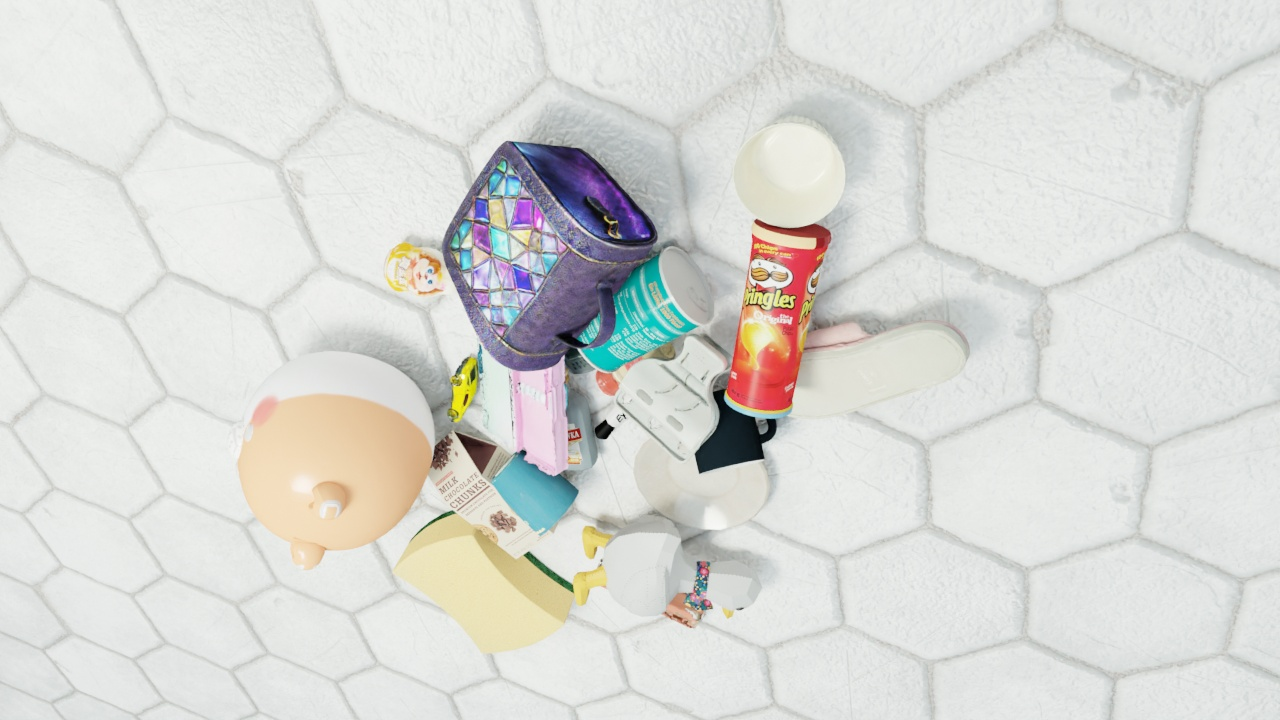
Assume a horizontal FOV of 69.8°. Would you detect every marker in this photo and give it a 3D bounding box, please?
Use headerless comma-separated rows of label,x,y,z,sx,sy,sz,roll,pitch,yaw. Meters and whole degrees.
marker,-0.024,0.067,1.238,0.025,0.025,0.126,34,127,-10

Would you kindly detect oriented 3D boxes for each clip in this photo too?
clip,0.047,0.036,1.100,0.125,0.081,0.148,41,110,10

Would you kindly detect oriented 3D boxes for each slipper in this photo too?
slipper,0.253,0.004,1.089,0.275,0.054,0.114,-15,124,36

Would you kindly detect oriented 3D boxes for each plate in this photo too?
plate,0.085,0.159,1.271,0.189,0.027,0.189,8,127,11

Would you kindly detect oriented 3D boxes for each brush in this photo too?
brush,-0.250,0.356,1.483,0.196,0.075,0.250,-28,113,31

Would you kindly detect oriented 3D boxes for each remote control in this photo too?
remote control,-0.090,-0.034,1.181,0.060,0.028,0.114,-14,120,25

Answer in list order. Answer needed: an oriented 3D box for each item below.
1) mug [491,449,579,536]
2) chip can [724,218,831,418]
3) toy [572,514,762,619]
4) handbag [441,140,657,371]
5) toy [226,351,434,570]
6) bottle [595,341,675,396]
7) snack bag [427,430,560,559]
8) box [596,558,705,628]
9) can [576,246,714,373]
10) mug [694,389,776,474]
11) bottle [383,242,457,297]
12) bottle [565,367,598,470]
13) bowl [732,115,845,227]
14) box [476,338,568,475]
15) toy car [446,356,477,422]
mug,-0.152,0.177,1.304,0.104,0.112,0.084,42,101,-7
chip can,0.151,-0.048,1.033,0.087,0.086,0.214,11,113,8
toy,0.039,0.299,1.318,0.268,0.140,0.247,3,146,10
handbag,-0.098,-0.107,1.010,0.205,0.125,0.222,-48,65,34
toy,-0.417,0.129,1.242,0.265,0.280,0.264,16,131,-21
bottle,-0.007,0.007,1.178,0.109,0.044,0.044,-30,113,31
snack bag,-0.223,0.190,1.357,0.206,0.069,0.095,42,126,-15
box,0.012,0.368,1.436,0.187,0.058,0.053,27,158,-2
can,0.000,-0.058,1.091,0.144,0.099,0.099,-27,114,31
mug,0.121,0.087,1.166,0.121,0.094,0.085,-7,169,-26
bottle,-0.265,-0.110,1.155,0.108,0.063,0.063,12,128,7
bottle,-0.104,0.076,1.254,0.072,0.046,0.161,3,126,16
bowl,0.158,-0.205,0.962,0.115,0.062,0.115,8,127,11
box,-0.162,0.027,1.210,0.159,0.035,0.231,23,127,34
toy car,-0.245,0.042,1.270,0.030,0.049,0.107,18,129,1
